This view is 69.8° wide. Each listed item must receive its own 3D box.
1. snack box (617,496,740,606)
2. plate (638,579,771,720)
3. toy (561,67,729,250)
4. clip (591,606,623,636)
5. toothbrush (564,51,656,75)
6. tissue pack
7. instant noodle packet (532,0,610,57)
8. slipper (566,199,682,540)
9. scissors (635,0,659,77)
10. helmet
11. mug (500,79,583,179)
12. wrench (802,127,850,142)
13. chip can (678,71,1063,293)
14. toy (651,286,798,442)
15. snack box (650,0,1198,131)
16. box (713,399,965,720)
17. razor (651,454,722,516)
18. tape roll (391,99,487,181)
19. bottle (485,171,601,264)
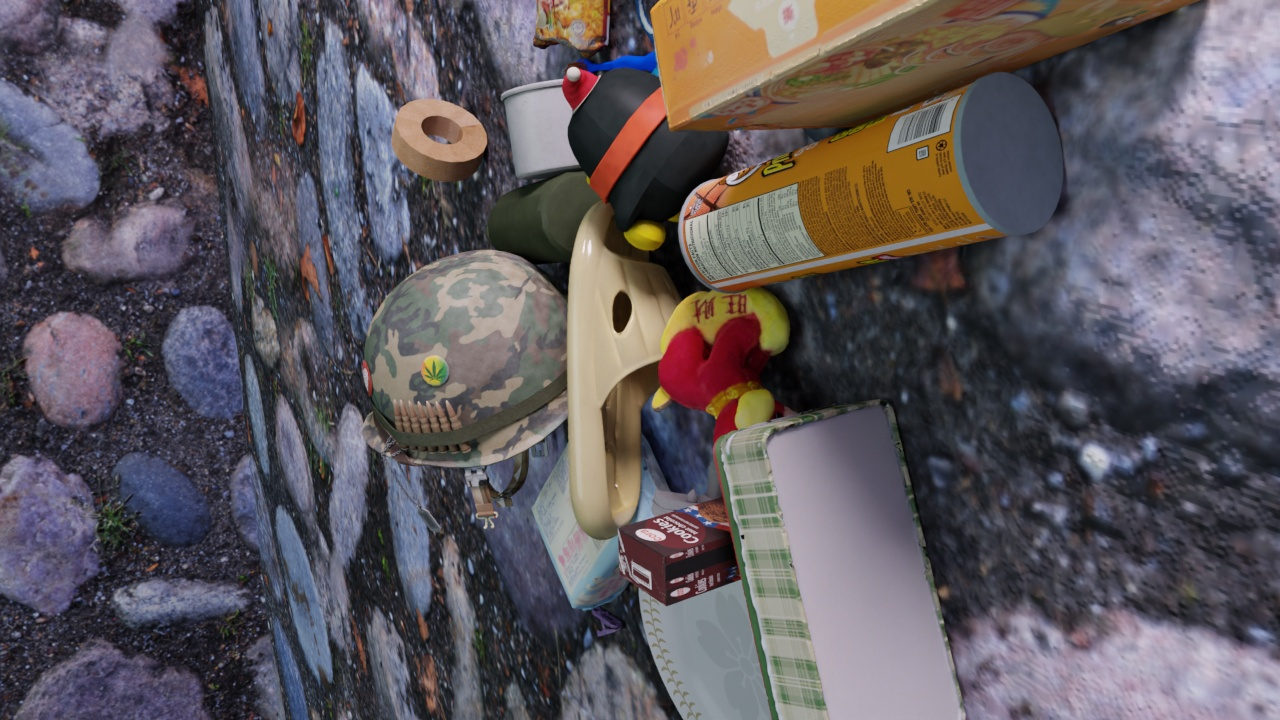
[{"bbox_3d":[0.059,0.112,0.587,0.051,0.140,0.032,18,114,54],"label":"snack box"},{"bbox_3d":[0.078,0.232,0.687,0.242,0.016,0.243,33,133,44],"label":"plate"},{"bbox_3d":[-0.002,-0.152,0.630,0.119,0.097,0.100,40,128,0],"label":"toy"},{"bbox_3d":[-0.034,0.253,0.895,0.046,0.014,0.050,64,148,27],"label":"clip"},{"bbox_3d":[-0.008,-0.227,0.707,0.183,0.018,0.016,21,130,54],"label":"toothbrush"},{"bbox_3d":[-0.035,0.137,0.809,0.112,0.069,0.182,62,146,26],"label":"tissue pack"},{"bbox_3d":[-0.055,-0.316,0.738,0.098,0.039,0.136,44,135,52],"label":"instant noodle packet"},{"bbox_3d":[-0.004,0.004,0.684,0.079,0.111,0.261,1,86,25],"label":"slipper"},{"bbox_3d":[0.018,-0.214,0.652,0.134,0.012,0.134,-4,115,58],"label":"scissors"},{"bbox_3d":[-0.140,0.026,0.808,0.236,0.225,0.192,59,-162,-20],"label":"helmet"},{"bbox_3d":[-0.074,-0.190,0.764,0.113,0.084,0.070,8,108,63],"label":"mug"},{"bbox_3d":[0.062,-0.242,0.590,0.074,0.022,0.273,-51,55,43],"label":"wrench"},{"bbox_3d":[0.112,-0.087,0.507,0.215,0.075,0.075,-7,93,58],"label":"chip can"},{"bbox_3d":[0.056,0.011,0.605,0.106,0.067,0.137,-24,62,13],"label":"toy"},{"bbox_3d":[0.116,-0.168,0.413,0.196,0.144,0.080,-7,93,58],"label":"snack box"},{"bbox_3d":[0.116,0.130,0.531,0.050,0.117,0.205,-15,88,53],"label":"box"},{"bbox_3d":[0.061,0.060,0.648,0.047,0.088,0.116,12,89,56],"label":"razor"},{"bbox_3d":[-0.208,-0.228,0.948,0.094,0.093,0.027,62,144,25],"label":"tape roll"},{"bbox_3d":[-0.091,-0.120,0.814,0.207,0.071,0.071,8,105,63],"label":"bottle"}]
